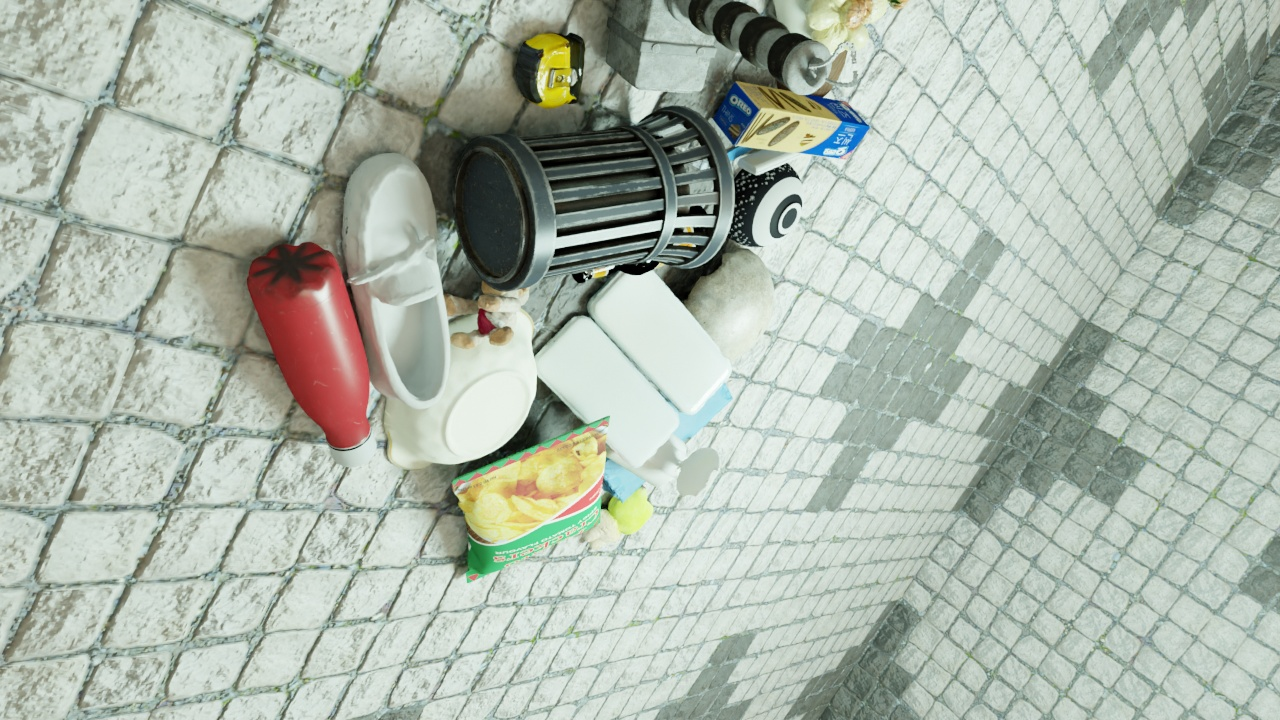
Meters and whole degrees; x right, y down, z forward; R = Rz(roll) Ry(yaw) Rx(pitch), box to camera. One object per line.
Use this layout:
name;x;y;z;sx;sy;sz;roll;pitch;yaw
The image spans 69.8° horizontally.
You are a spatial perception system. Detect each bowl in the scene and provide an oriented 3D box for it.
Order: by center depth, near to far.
bowl;-0.178;0.044;0.990;0.219;0.060;0.188;-53;146;0
bowl;0.215;-0.360;1.111;0.117;0.030;0.118;-30;140;-29
bowl;0.167;-0.195;1.172;0.120;0.066;0.120;-30;140;-29
bowl;0.122;-0.054;1.207;0.178;0.081;0.179;-43;158;-23

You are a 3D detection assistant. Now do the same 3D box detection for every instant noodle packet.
instant noodle packet;-0.130;0.176;1.125;0.195;0.090;0.253;-21;146;-21

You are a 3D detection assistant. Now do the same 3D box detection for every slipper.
slipper;-0.217;-0.065;0.830;0.112;0.075;0.247;-36;137;-48

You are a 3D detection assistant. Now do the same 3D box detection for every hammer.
hammer;0.075;-0.279;0.760;0.079;0.326;0.177;-5;126;-27

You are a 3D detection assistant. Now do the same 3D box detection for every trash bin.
trash bin;-0.049;-0.152;0.878;0.226;0.164;0.165;-16;132;-37

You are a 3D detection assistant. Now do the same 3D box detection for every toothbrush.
toothbrush;0.161;-0.279;1.136;0.166;0.014;0.016;-33;142;-25

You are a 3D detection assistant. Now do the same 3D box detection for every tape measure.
tape measure;-0.082;-0.264;0.840;0.064;0.037;0.066;-19;134;-40

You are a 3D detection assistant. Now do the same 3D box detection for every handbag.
handbag;0.232;-0.409;1.003;0.171;0.123;0.112;-37;138;-12

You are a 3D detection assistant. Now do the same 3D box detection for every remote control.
remote control;0.174;-0.259;1.144;0.130;0.033;0.012;-29;142;-36

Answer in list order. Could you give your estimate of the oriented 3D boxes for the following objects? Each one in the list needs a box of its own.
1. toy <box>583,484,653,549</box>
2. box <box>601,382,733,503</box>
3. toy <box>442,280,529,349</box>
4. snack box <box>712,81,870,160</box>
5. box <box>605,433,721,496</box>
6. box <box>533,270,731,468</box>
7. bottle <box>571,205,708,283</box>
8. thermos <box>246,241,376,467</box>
toy;-0.033;0.233;1.347;0.115;0.046;0.092;-36;142;-12
box;0.033;0.096;1.293;0.231;0.052;0.093;-42;144;-16
toy;-0.144;-0.059;0.925;0.105;0.085;0.074;-47;120;-45
snack box;0.184;-0.283;1.091;0.206;0.056;0.057;-5;141;-40
box;0.021;0.115;1.179;0.106;0.150;0.080;37;72;-29
box;-0.006;0.006;1.109;0.188;0.037;0.209;-46;115;-11
bottle;-0.002;-0.128;1.040;0.181;0.059;0.059;-27;139;-33
thermos;-0.281;0.008;0.822;0.073;0.073;0.240;-32;142;-28
